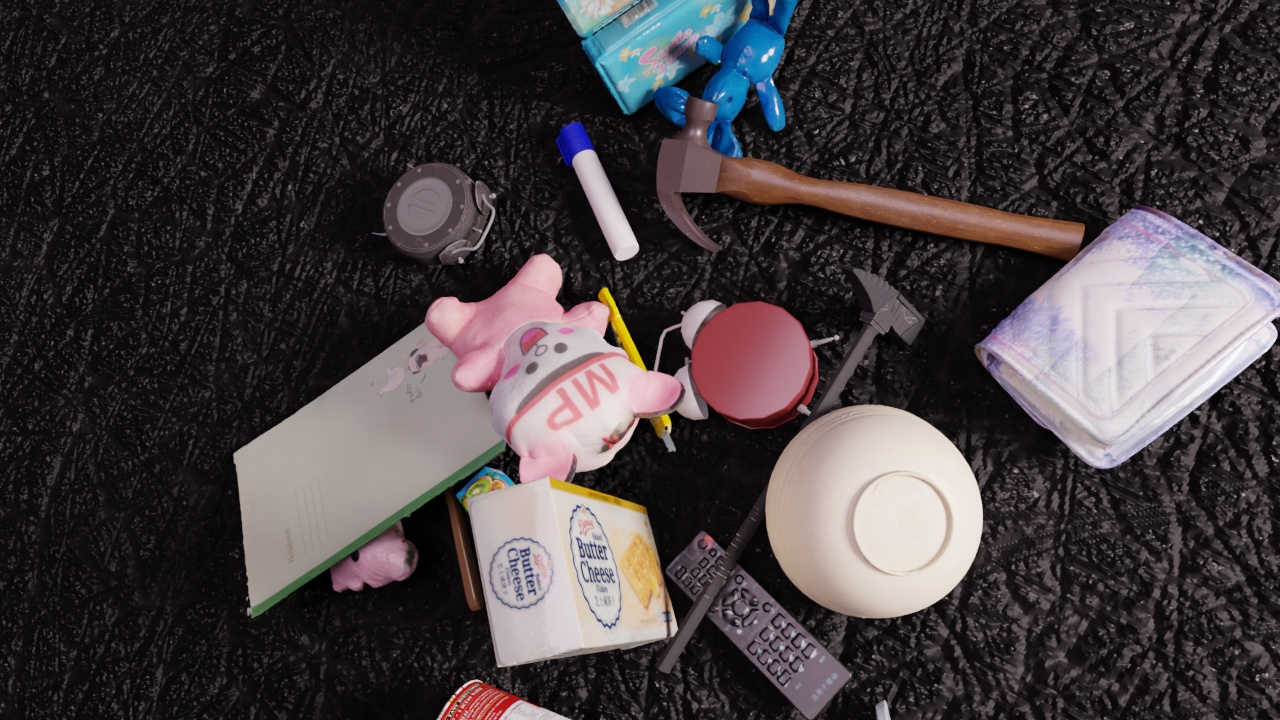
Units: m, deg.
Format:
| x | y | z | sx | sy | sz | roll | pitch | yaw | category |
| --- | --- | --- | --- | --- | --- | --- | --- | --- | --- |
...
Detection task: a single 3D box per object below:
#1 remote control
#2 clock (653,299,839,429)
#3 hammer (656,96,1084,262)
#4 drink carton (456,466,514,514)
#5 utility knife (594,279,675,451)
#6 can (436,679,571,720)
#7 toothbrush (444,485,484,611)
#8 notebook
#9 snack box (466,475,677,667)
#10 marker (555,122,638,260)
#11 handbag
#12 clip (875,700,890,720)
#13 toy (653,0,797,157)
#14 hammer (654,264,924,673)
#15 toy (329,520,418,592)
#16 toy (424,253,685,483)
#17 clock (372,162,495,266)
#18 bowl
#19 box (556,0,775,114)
| x | y | z | sx | sy | sz | roll | pitch | yaw | category |
| --- | --- | --- | --- | --- | --- | --- | --- | --- | --- |
| 0.085 | 0.193 | 0.677 | 0.047 | 0.022 | 0.150 | -48 | 66 | 1 | remote control |
| 0.078 | 0.003 | 0.712 | 0.138 | 0.048 | 0.096 | 7 | 79 | 20 | clock |
| 0.168 | -0.122 | 0.711 | 0.323 | 0.033 | 0.115 | 14 | 107 | 13 | hammer |
| -0.094 | 0.143 | 0.734 | 0.044 | 0.038 | 0.129 | -45 | 68 | 2 | drink carton |
| -0.004 | 0.004 | 0.744 | 0.017 | 0.031 | 0.162 | -21 | 65 | -17 | utility knife |
| -0.087 | 0.295 | 0.667 | 0.116 | 0.086 | 0.086 | 15 | 81 | 20 | can |
| -0.154 | 0.127 | 0.770 | 0.016 | 0.016 | 0.166 | -21 | 70 | 11 | toothbrush |
| -0.238 | 0.078 | 0.779 | 0.253 | 0.010 | 0.181 | -33 | 49 | 6 | notebook |
| -0.038 | 0.145 | 0.626 | 0.057 | 0.208 | 0.104 | -18 | 71 | 12 | snack box |
| -0.038 | -0.147 | 0.801 | 0.027 | 0.023 | 0.133 | -35 | 67 | 29 | marker |
| 0.334 | -0.018 | 0.634 | 0.158 | 0.069 | 0.126 | -41 | 54 | 3 | handbag |
| 0.193 | 0.309 | 0.611 | 0.107 | 0.028 | 0.163 | -39 | 69 | 3 | clip |
| 0.073 | -0.240 | 0.760 | 0.113 | 0.070 | 0.177 | 34 | 112 | 18 | toy |
| 0.097 | 0.083 | 0.666 | 0.015 | 0.095 | 0.325 | 28 | 85 | 53 | hammer |
| -0.230 | 0.155 | 0.768 | 0.096 | 0.052 | 0.099 | -39 | 57 | 18 | toy |
| -0.073 | 0.007 | 0.713 | 0.141 | 0.084 | 0.213 | -28 | 47 | -22 | toy |
| -0.180 | -0.129 | 0.828 | 0.123 | 0.044 | 0.091 | 23 | 83 | 21 | clock |
| 0.165 | 0.106 | 0.618 | 0.151 | 0.075 | 0.150 | 0 | 88 | -2 | bowl |
| 0.047 | -0.317 | 0.735 | 0.227 | 0.185 | 0.056 | -33 | 59 | 7 | box |
